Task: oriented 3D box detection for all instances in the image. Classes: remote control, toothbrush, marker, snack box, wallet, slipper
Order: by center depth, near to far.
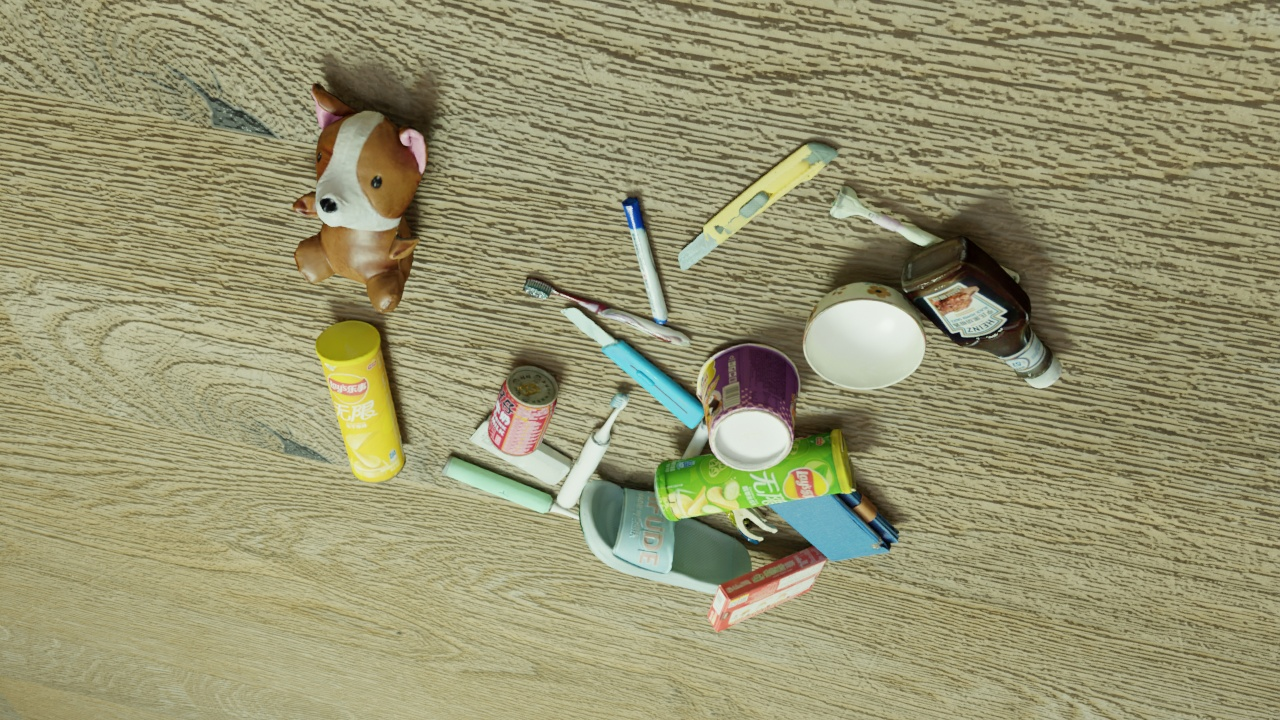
[{"bbox_3d":[0.261,-0.109,0.833,0.189,0.020,0.029,22,101,-7],"label":"toothbrush"},{"bbox_3d":[0.006,-0.096,0.913,0.017,0.016,0.146,-3,130,17],"label":"marker"},{"bbox_3d":[-0.035,-0.048,0.966,0.187,0.017,0.016,21,134,-3],"label":"toothbrush"},{"bbox_3d":[0.070,0.093,1.067,0.022,0.018,0.131,23,133,2],"label":"marker"},{"bbox_3d":[0.230,0.188,1.098,0.133,0.040,0.107,41,137,-22],"label":"wallet"},{"bbox_3d":[-0.057,0.110,1.109,0.026,0.026,0.222,10,136,-19],"label":"toothbrush"},{"bbox_3d":[0.036,0.220,1.135,0.245,0.103,0.074,24,139,-14],"label":"slipper"},{"bbox_3d":[-0.148,0.113,1.139,0.125,0.024,0.049,32,131,-13],"label":"remote control"},{"bbox_3d":[0.159,0.285,1.150,0.152,0.025,0.075,-16,140,-26],"label":"snack box"},{"bbox_3d":[-0.150,0.176,1.195,0.224,0.026,0.027,22,112,-6],"label":"toothbrush"}]

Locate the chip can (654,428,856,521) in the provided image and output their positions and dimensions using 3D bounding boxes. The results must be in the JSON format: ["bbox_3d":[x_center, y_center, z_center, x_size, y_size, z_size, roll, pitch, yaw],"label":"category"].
[{"bbox_3d":[0.125,0.131,1.035,0.222,0.072,0.073,-13,127,17],"label":"chip can"}]

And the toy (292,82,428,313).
[{"bbox_3d":[-0.268,-0.150,0.874,0.140,0.130,0.200,23,124,2],"label":"toy"}]

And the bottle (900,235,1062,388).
[{"bbox_3d":[0.326,-0.038,0.852,0.195,0.043,0.080,36,140,-27],"label":"bottle"}]

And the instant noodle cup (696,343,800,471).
[{"bbox_3d":[0.114,0.054,0.955,0.111,0.099,0.112,2,126,3],"label":"instant noodle cup"}]

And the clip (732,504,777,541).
[{"bbox_3d":[0.126,0.169,1.122,0.104,0.080,0.035,45,130,-2],"label":"clip"}]

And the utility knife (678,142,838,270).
[{"bbox_3d":[0.100,-0.142,0.852,0.031,0.020,0.195,42,133,-15],"label":"utility knife"}]

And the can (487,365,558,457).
[{"bbox_3d":[-0.135,0.058,1.056,0.066,0.066,0.094,21,133,-5],"label":"can"}]

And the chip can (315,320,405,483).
[{"bbox_3d":[-0.331,0.054,1.103,0.072,0.071,0.214,8,134,7],"label":"chip can"}]

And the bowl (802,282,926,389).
[{"bbox_3d":[0.216,-0.033,0.884,0.113,0.062,0.114,8,134,9],"label":"bowl"}]

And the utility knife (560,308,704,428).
[{"bbox_3d":[-0.006,0.006,1.009,0.206,0.018,0.034,40,130,-19],"label":"utility knife"}]

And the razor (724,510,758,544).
[{"bbox_3d":[0.091,0.175,1.134,0.142,0.043,0.022,38,88,-15],"label":"razor"}]
